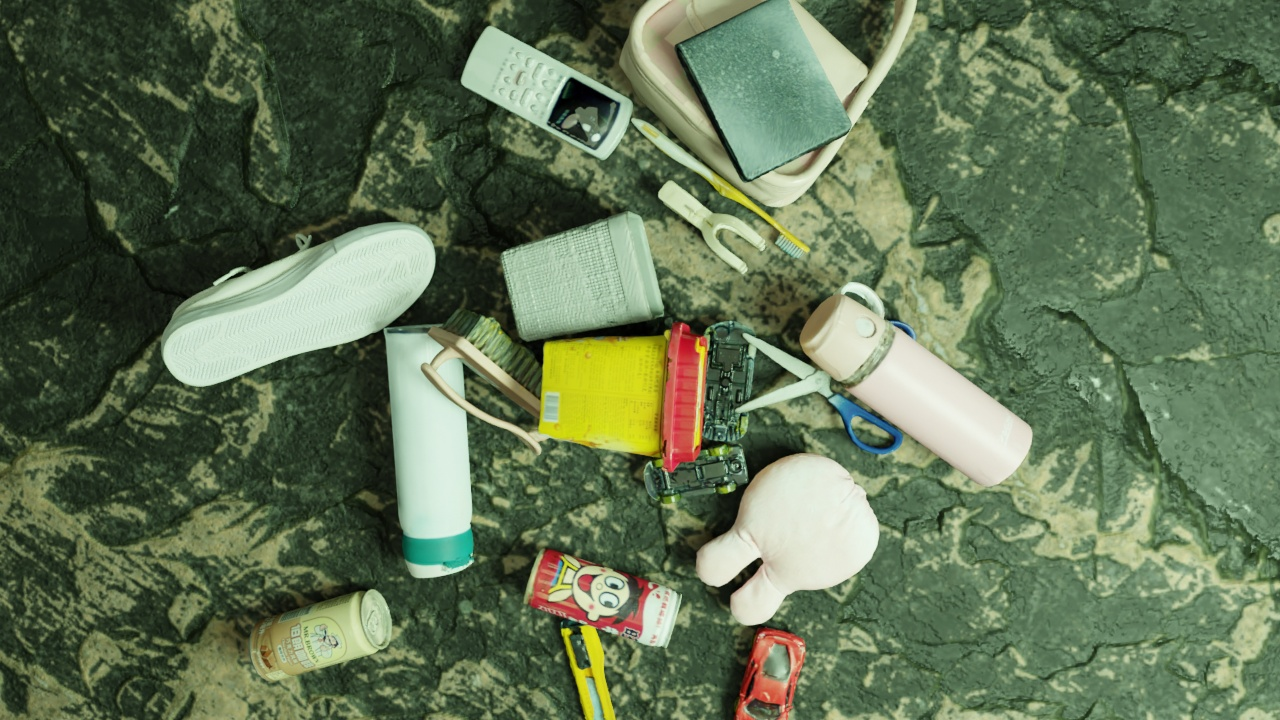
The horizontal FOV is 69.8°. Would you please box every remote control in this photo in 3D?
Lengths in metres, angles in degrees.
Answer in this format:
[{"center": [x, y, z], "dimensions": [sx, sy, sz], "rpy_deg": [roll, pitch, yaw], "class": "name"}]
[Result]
[{"center": [-0.081, -0.232, 0.797], "dimensions": [0.150, 0.021, 0.058], "rpy_deg": [28, 97, 3], "class": "remote control"}]

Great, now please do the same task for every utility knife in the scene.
[{"center": [-0.043, 0.301, 0.845], "dimensions": [0.033, 0.015, 0.154], "rpy_deg": [-14, 94, 10], "class": "utility knife"}]

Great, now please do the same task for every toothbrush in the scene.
[{"center": [0.067, -0.149, 0.793], "dimensions": [0.191, 0.016, 0.018], "rpy_deg": [37, 106, 1], "class": "toothbrush"}]

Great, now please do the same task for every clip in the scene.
[{"center": [0.061, -0.114, 0.771], "dimensions": [0.104, 0.084, 0.035], "rpy_deg": [38, 98, -10], "class": "clip"}]

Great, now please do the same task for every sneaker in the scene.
[{"center": [-0.299, -0.059, 0.814], "dimensions": [0.242, 0.090, 0.089], "rpy_deg": [-25, 123, -10], "class": "sneaker"}]

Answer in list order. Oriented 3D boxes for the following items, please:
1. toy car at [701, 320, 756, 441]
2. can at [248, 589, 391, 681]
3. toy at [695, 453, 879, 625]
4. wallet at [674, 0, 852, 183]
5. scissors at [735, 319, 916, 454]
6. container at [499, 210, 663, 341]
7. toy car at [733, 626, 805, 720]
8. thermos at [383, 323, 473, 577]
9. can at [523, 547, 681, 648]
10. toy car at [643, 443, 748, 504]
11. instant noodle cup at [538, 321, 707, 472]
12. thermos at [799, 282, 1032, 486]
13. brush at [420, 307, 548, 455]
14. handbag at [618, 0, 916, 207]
[{"center": [0.074, 0.017, 0.799], "dimensions": [0.049, 0.031, 0.105], "rpy_deg": [6, 94, 2], "class": "toy car"}, {"center": [-0.294, 0.253, 0.845], "dimensions": [0.116, 0.058, 0.058], "rpy_deg": [-17, 93, 7], "class": "can"}, {"center": [0.126, 0.155, 0.796], "dimensions": [0.159, 0.054, 0.121], "rpy_deg": [-39, 92, 9], "class": "toy"}, {"center": [0.095, -0.208, 0.701], "dimensions": [0.097, 0.019, 0.121], "rpy_deg": [-27, 91, -6], "class": "wallet"}, {"center": [0.167, 0.019, 0.787], "dimensions": [0.162, 0.012, 0.175], "rpy_deg": [-41, 99, 0], "class": "scissors"}, {"center": [-0.049, -0.067, 0.776], "dimensions": [0.114, 0.090, 0.090], "rpy_deg": [-13, 93, 9], "class": "container"}, {"center": [0.115, 0.293, 0.822], "dimensions": [0.049, 0.031, 0.106], "rpy_deg": [15, 98, 5], "class": "toy car"}, {"center": [-0.187, 0.081, 0.816], "dimensions": [0.073, 0.073, 0.224], "rpy_deg": [-2, 95, 6], "class": "thermos"}, {"center": [-0.033, 0.212, 0.817], "dimensions": [0.133, 0.053, 0.053], "rpy_deg": [17, 97, 4], "class": "can"}, {"center": [0.048, 0.098, 0.808], "dimensions": [0.090, 0.035, 0.042], "rpy_deg": [-12, 92, 7], "class": "toy car"}, {"center": [-0.012, 0.026, 0.740], "dimensions": [0.124, 0.116, 0.116], "rpy_deg": [3, 91, 8], "class": "instant noodle cup"}, {"center": [0.227, 0.015, 0.758], "dimensions": [0.198, 0.067, 0.087], "rpy_deg": [36, 60, -6], "class": "thermos"}, {"center": [-0.118, 0.021, 0.783], "dimensions": [0.145, 0.063, 0.073], "rpy_deg": [44, 74, -35], "class": "brush"}, {"center": [0.120, -0.263, 0.747], "dimensions": [0.193, 0.093, 0.234], "rpy_deg": [43, 93, 0], "class": "handbag"}]
